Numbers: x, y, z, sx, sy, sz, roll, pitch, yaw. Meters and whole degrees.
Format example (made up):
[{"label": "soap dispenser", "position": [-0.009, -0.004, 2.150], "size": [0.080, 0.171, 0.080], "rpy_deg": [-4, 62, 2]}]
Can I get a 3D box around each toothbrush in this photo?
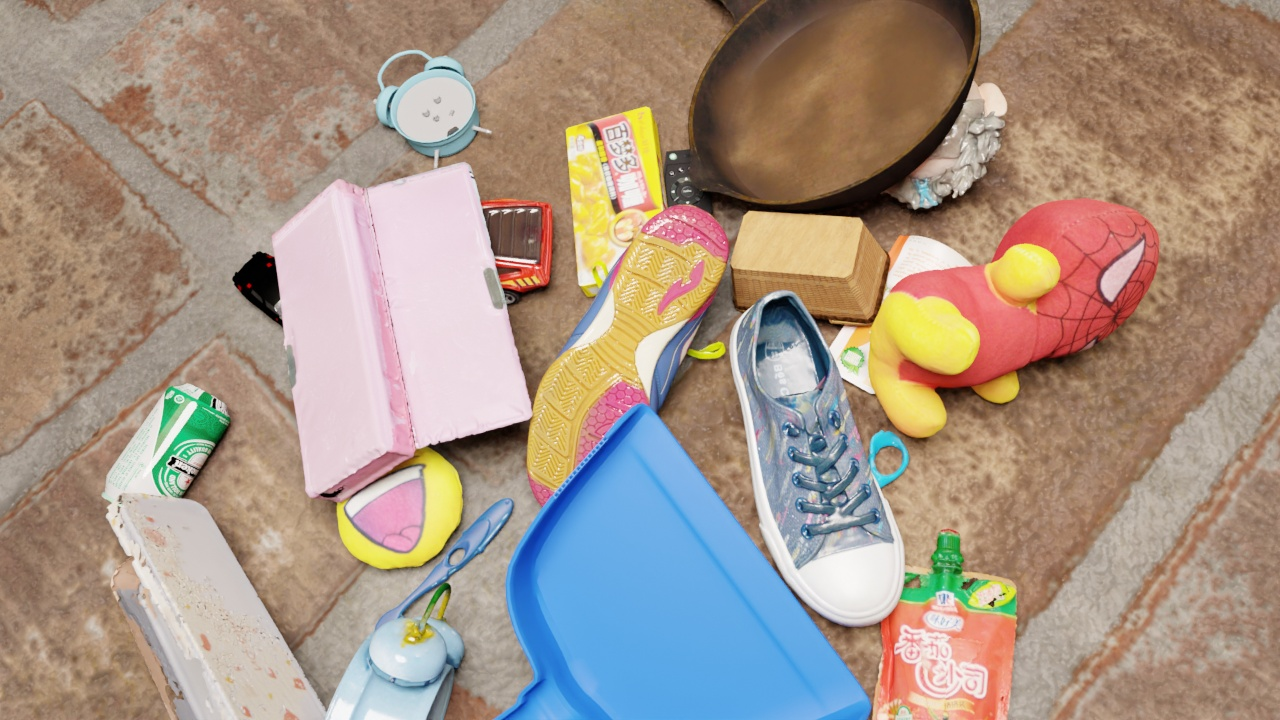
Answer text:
[{"label": "toothbrush", "position": [-0.140, 0.149, 0.664], "size": [0.021, 0.016, 0.132], "rpy_deg": [41, 76, 19]}]

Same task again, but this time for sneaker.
[{"label": "sneaker", "position": [0.112, 0.060, 0.614], "size": [0.087, 0.079, 0.235], "rpy_deg": [-16, 72, 1]}, {"label": "sneaker", "position": [-0.005, 0.003, 0.667], "size": [0.116, 0.091, 0.242], "rpy_deg": [26, 98, -6]}]

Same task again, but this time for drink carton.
[{"label": "drink carton", "position": [0.193, -0.029, 0.683], "size": [0.069, 0.039, 0.122], "rpy_deg": [32, 82, 18]}]

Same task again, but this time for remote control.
[{"label": "remote control", "position": [0.039, -0.117, 0.747], "size": [0.039, 0.010, 0.124], "rpy_deg": [-4, 68, 6]}]

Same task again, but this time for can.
[{"label": "can", "position": [-0.361, 0.069, 0.702], "size": [0.053, 0.053, 0.101], "rpy_deg": [23, 73, 15]}]

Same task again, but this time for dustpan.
[{"label": "dustpan", "position": [-0.028, 0.200, 0.590], "size": [0.258, 0.059, 0.245], "rpy_deg": [-38, 82, 4]}]

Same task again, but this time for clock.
[{"label": "clock", "position": [-0.158, 0.218, 0.583], "size": [0.060, 0.118, 0.162], "rpy_deg": [17, 80, 2]}, {"label": "clock", "position": [-0.188, -0.229, 0.804], "size": [0.087, 0.042, 0.123], "rpy_deg": [-35, 70, -7]}]

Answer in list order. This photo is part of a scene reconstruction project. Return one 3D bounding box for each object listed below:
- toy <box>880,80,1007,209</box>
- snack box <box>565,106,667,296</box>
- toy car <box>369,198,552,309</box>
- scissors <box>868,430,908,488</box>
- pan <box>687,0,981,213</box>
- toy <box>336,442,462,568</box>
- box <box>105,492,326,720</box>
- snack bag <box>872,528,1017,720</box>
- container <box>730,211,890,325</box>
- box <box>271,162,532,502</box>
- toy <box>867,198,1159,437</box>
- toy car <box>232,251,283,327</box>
[{"label": "toy", "position": [0.216, -0.196, 0.723], "size": [0.133, 0.076, 0.175], "rpy_deg": [-7, 69, 21]}, {"label": "snack box", "position": [-0.017, -0.130, 0.746], "size": [0.075, 0.025, 0.152], "rpy_deg": [-11, 67, 13]}, {"label": "toy car", "position": [-0.164, -0.088, 0.740], "size": [0.189, 0.056, 0.081], "rpy_deg": [-4, 67, 9]}, {"label": "scissors", "position": [0.137, 0.106, 0.647], "size": [0.110, 0.015, 0.132], "rpy_deg": [15, 75, 9]}, {"label": "pan", "position": [0.121, -0.248, 0.739], "size": [0.249, 0.043, 0.355], "rpy_deg": [-40, 49, 11]}, {"label": "toy", "position": [-0.176, 0.105, 0.670], "size": [0.095, 0.041, 0.094], "rpy_deg": [-28, 72, 0]}, {"label": "box", "position": [-0.295, 0.197, 0.618], "size": [0.216, 0.094, 0.107], "rpy_deg": [45, 109, 29]}, {"label": "snack bag", "position": [0.197, 0.185, 0.596], "size": [0.087, 0.044, 0.154], "rpy_deg": [4, 63, 19]}, {"label": "container", "position": [0.121, -0.071, 0.679], "size": [0.114, 0.061, 0.063], "rpy_deg": [8, 69, 25]}, {"label": "box", "position": [-0.187, -0.034, 0.667], "size": [0.179, 0.059, 0.232], "rpy_deg": [-24, 64, 10]}, {"label": "toy", "position": [0.252, -0.039, 0.618], "size": [0.216, 0.148, 0.098], "rpy_deg": [-28, 67, -17]}, {"label": "toy car", "position": [-0.299, -0.058, 0.754], "size": [0.092, 0.036, 0.042], "rpy_deg": [35, 76, 18]}]
